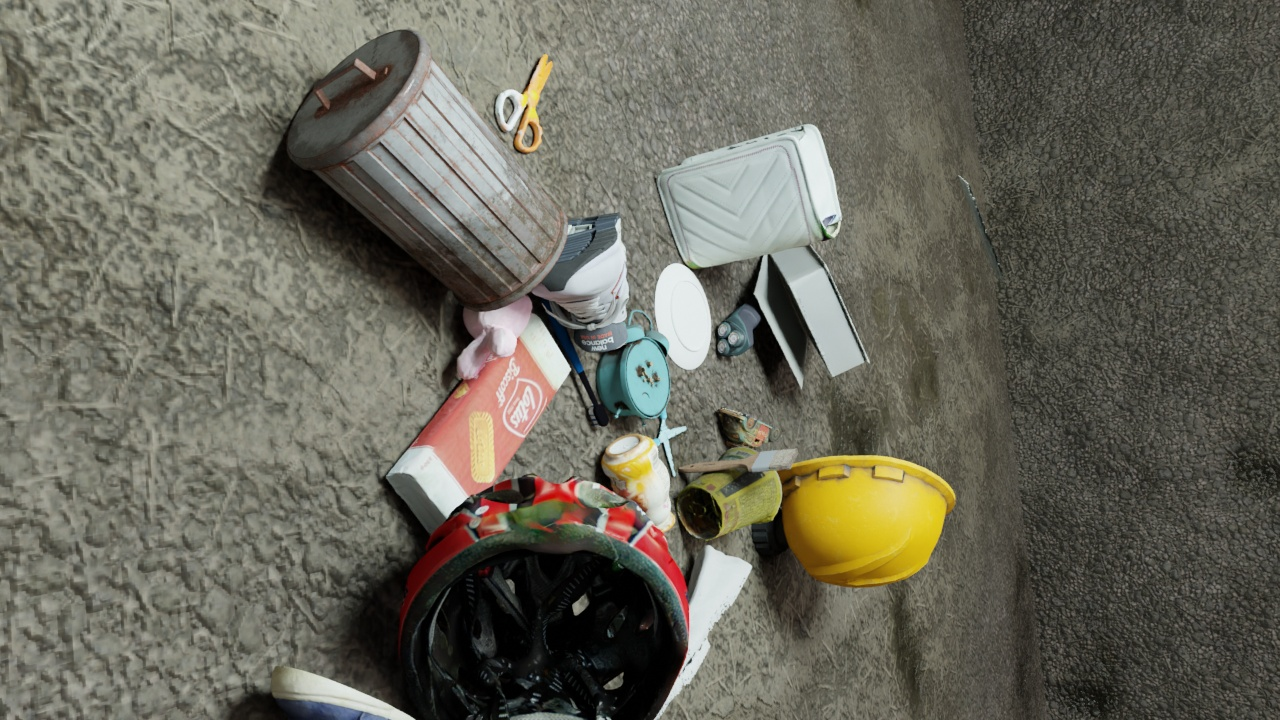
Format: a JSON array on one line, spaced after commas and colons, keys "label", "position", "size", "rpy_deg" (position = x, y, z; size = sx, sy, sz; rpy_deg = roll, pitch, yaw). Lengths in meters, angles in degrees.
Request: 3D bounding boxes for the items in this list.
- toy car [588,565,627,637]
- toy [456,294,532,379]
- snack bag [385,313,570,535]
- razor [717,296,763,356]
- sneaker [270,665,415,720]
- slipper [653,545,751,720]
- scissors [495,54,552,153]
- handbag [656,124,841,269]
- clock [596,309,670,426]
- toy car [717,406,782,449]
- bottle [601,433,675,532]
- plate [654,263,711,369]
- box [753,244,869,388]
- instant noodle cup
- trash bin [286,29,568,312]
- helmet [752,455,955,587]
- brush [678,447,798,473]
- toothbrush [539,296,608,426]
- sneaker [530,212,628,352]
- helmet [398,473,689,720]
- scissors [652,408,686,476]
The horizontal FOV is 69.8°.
[{"label": "toy car", "position": [-0.022, 0.242, 0.933], "size": [0.043, 0.056, 0.120], "rpy_deg": [-48, 125, -57]}, {"label": "toy", "position": [-0.128, -0.032, 0.812], "size": [0.047, 0.064, 0.109], "rpy_deg": [53, 31, -35]}, {"label": "snack bag", "position": [-0.135, 0.052, 0.812], "size": [0.077, 0.041, 0.224], "rpy_deg": [60, 40, -26]}, {"label": "razor", "position": [0.143, -0.051, 1.254], "size": [0.052, 0.047, 0.142], "rpy_deg": [49, 36, -4]}, {"label": "sneaker", "position": [-0.192, 0.308, 0.632], "size": [0.233, 0.092, 0.118], "rpy_deg": [56, 43, -46]}, {"label": "slipper", "position": [0.047, 0.297, 1.005], "size": [0.246, 0.075, 0.112], "rpy_deg": [-51, 156, -46]}, {"label": "scissors", "position": [-0.115, -0.274, 0.937], "size": [0.070, 0.013, 0.130], "rpy_deg": [43, 50, -44]}, {"label": "handbag", "position": [0.136, -0.198, 1.132], "size": [0.095, 0.199, 0.142], "rpy_deg": [-43, 120, -53]}, {"label": "clock", "position": [-0.006, 0.006, 1.003], "size": [0.090, 0.053, 0.124], "rpy_deg": [23, 65, -54]}, {"label": "toy car", "position": [0.139, 0.096, 1.212], "size": [0.111, 0.047, 0.047], "rpy_deg": [25, 86, -46]}, {"label": "bottle", "position": [0.002, 0.134, 0.978], "size": [0.063, 0.063, 0.108], "rpy_deg": [-49, 123, -49]}, {"label": "plate", "position": [0.059, -0.056, 1.153], "size": [0.134, 0.011, 0.134], "rpy_deg": [17, 69, -54]}, {"label": "box", "position": [0.120, -0.032, 1.377], "size": [0.169, 0.405, 0.171], "rpy_deg": [60, 23, -21]}, {"label": "instant noodle cup", "position": [0.102, 0.167, 1.104], "size": [0.108, 0.102, 0.102], "rpy_deg": [-19, 99, -48]}, {"label": "trash bin", "position": [-0.166, -0.148, 0.726], "size": [0.211, 0.131, 0.130], "rpy_deg": [47, 47, -43]}, {"label": "helmet", "position": [0.272, 0.225, 1.192], "size": [0.205, 0.256, 0.131], "rpy_deg": [48, 46, -40]}, {"label": "brush", "position": [0.110, 0.122, 1.072], "size": [0.045, 0.143, 0.008], "rpy_deg": [-44, 121, -61]}, {"label": "toothbrush", "position": [-0.070, -0.005, 0.941], "size": [0.014, 0.014, 0.168], "rpy_deg": [-39, 113, -40]}, {"label": "sneaker", "position": [-0.047, -0.065, 0.890], "size": [0.239, 0.089, 0.124], "rpy_deg": [-71, 152, -67]}, {"label": "helmet", "position": [-0.073, 0.190, 0.710], "size": [0.166, 0.217, 0.273], "rpy_deg": [-95, -169, -50]}, {"label": "scissors", "position": [0.018, 0.074, 1.066], "size": [0.135, 0.015, 0.135], "rpy_deg": [-12, 96, -63]}]
